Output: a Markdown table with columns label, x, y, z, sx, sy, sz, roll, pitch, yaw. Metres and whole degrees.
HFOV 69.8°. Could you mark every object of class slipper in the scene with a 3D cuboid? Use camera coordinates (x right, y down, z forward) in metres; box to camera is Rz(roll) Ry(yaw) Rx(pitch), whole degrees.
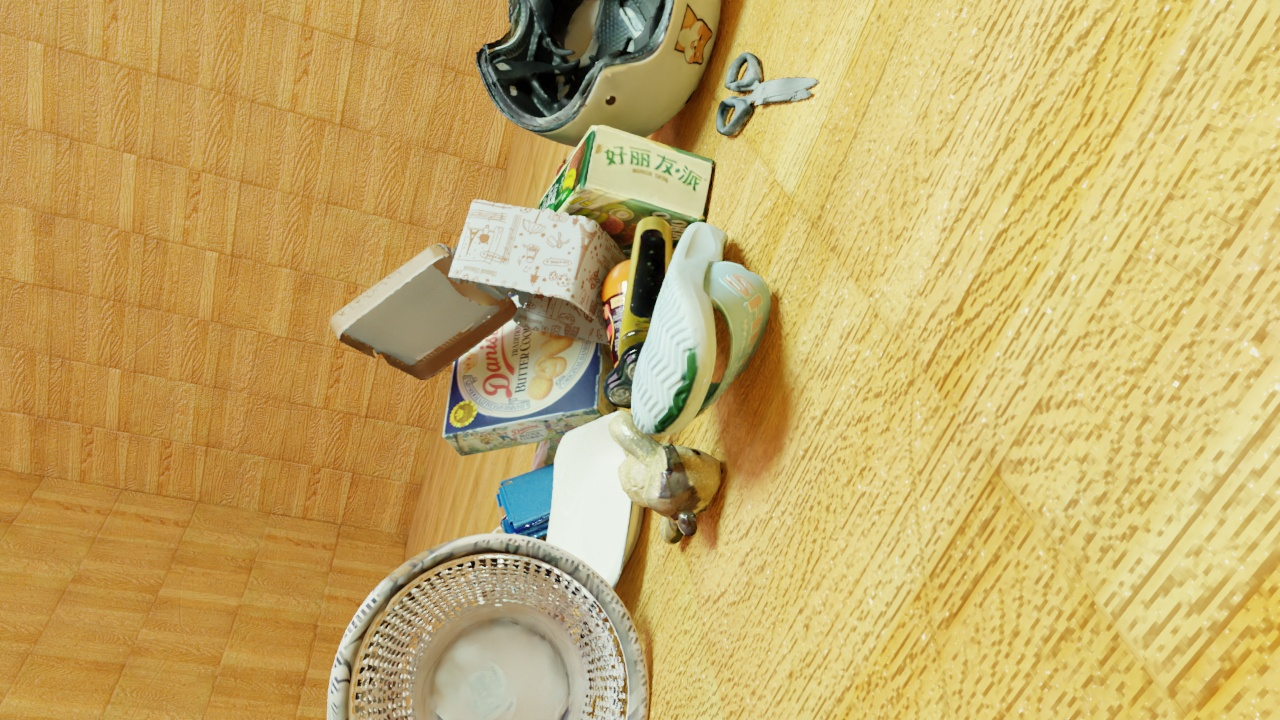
| label | x | y | z | sx | sy | sz | roll | pitch | yaw |
| --- | --- | --- | --- | --- | --- | --- | --- | --- | --- |
| slipper | 0.045 | -0.024 | 0.622 | 0.244 | 0.074 | 0.104 | -72 | 0 | -64 |

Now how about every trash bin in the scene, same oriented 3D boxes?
| label | x | y | z | sx | sy | sz | roll | pitch | yaw |
| --- | --- | --- | --- | --- | --- | --- | --- | --- | --- |
| trash bin | -0.116 | 0.266 | 0.736 | 0.192 | 0.227 | 0.227 | 108 | 170 | -70 |

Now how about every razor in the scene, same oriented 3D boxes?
| label | x | y | z | sx | sy | sz | roll | pitch | yaw |
| --- | --- | --- | --- | --- | --- | --- | --- | --- | --- |
| razor | 0.006 | -0.042 | 0.739 | 0.068 | 0.062 | 0.167 | 81 | -168 | -63 |

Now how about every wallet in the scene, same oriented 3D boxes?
| label | x | y | z | sx | sy | sz | roll | pitch | yaw |
| --- | --- | --- | --- | --- | --- | --- | --- | --- | --- |
| wallet | -0.097 | 0.143 | 0.945 | 0.133 | 0.106 | 0.040 | -144 | 33 | -74 |

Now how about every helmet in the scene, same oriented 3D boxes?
| label | x | y | z | sx | sy | sz | roll | pitch | yaw |
| --- | --- | --- | --- | --- | --- | --- | --- | --- | --- |
| helmet | -0.015 | -0.319 | 0.879 | 0.230 | 0.156 | 0.274 | 17 | 82 | 40 |

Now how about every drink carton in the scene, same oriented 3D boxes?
| label | x | y | z | sx | sy | sz | roll | pitch | yaw |
| --- | --- | --- | --- | --- | --- | --- | --- | --- | --- |
| drink carton | -0.083 | 0.083 | 1.028 | 0.123 | 0.045 | 0.053 | 120 | 162 | -45 |

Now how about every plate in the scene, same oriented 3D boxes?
| label | x | y | z | sx | sy | sz | roll | pitch | yaw |
| --- | --- | --- | --- | --- | --- | --- | --- | --- | --- |
| plate | -0.038 | 0.134 | 0.810 | 0.164 | 0.034 | 0.164 | -26 | 54 | 57 |

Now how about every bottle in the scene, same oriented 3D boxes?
| label | x | y | z | sx | sy | sz | roll | pitch | yaw |
| --- | --- | --- | --- | --- | --- | --- | --- | --- | --- |
| bottle | 0.001 | -0.013 | 0.789 | 0.067 | 0.066 | 0.149 | 127 | 145 | -57 |

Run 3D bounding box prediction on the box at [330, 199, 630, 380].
| label | x | y | z | sx | sy | sz | roll | pitch | yaw |
| --- | --- | --- | --- | --- | --- | --- | --- | --- | --- |
| box | -0.140 | -0.063 | 0.884 | 0.179 | 0.274 | 0.126 | 41 | -142 | -68 |

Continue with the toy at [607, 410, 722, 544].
| label | x | y | z | sx | sy | sz | roll | pitch | yaw |
| --- | --- | --- | --- | --- | --- | --- | --- | --- | --- |
| toy | 0.016 | 0.079 | 0.670 | 0.157 | 0.066 | 0.105 | -153 | 44 | -78 |

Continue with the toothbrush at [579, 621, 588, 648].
| label | x | y | z | sx | sy | sz | roll | pitch | yaw |
| --- | --- | --- | --- | --- | --- | --- | --- | --- | --- |
| toothbrush | -0.053 | 0.243 | 0.850 | 0.014 | 0.016 | 0.189 | 153 | 127 | -80 |

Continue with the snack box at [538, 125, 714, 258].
| label | x | y | z | sx | sy | sz | roll | pitch | yaw |
| --- | --- | --- | --- | --- | --- | --- | --- | --- | --- |
| snack box | -0.027 | -0.143 | 0.880 | 0.240 | 0.114 | 0.063 | 157 | 125 | -72 |

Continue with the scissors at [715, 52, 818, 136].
| label | x | y | z | sx | sy | sz | roll | pitch | yaw |
| --- | --- | --- | --- | --- | --- | --- | --- | --- | --- |
| scissors | 0.092 | -0.195 | 0.699 | 0.174 | 0.014 | 0.136 | -96 | 25 | -42 |

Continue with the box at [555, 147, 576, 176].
| label | x | y | z | sx | sy | sz | roll | pitch | yaw |
| --- | --- | --- | --- | --- | --- | --- | --- | --- | --- |
| box | -0.047 | -0.209 | 1.046 | 0.168 | 0.091 | 0.079 | 161 | 117 | -72 |

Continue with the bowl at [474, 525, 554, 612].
| label | x | y | z | sx | sy | sz | roll | pitch | yaw |
| --- | --- | --- | --- | --- | --- | --- | --- | --- | --- |
| bowl | -0.114 | 0.226 | 0.956 | 0.062 | 0.113 | 0.113 | -6 | 65 | 29 |

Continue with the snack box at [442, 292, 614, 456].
| label | x | y | z | sx | sy | sz | roll | pitch | yaw |
| --- | --- | --- | --- | --- | --- | --- | --- | --- | --- |
| snack box | -0.116 | 0.003 | 0.990 | 0.046 | 0.183 | 0.177 | 57 | -153 | -49 |
